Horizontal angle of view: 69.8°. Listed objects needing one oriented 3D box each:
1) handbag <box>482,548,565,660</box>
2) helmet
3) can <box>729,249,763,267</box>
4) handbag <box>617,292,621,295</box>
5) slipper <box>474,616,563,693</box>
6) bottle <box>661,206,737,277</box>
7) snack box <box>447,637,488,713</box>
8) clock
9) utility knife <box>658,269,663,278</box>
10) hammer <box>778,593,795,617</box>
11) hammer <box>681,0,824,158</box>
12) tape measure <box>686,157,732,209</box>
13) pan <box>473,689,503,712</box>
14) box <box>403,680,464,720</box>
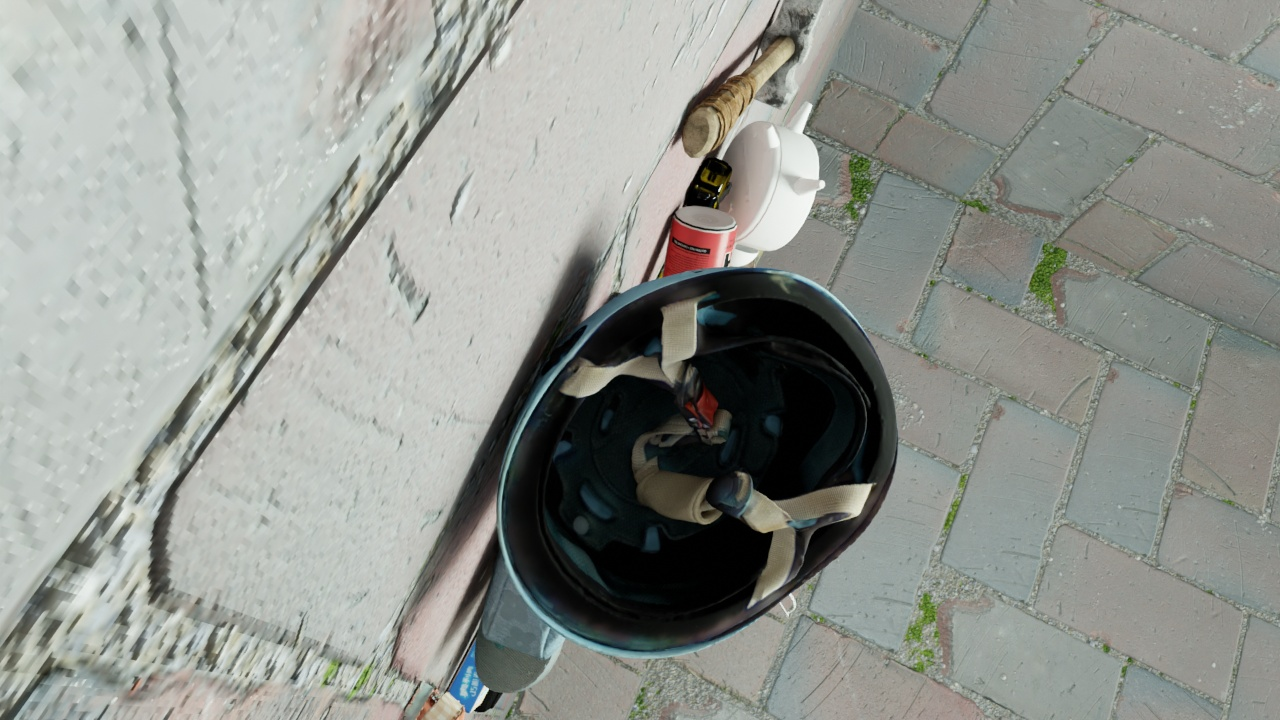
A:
[{"bbox_3d":[-0.055,0.154,0.773,0.121,0.118,0.192,-53,164,-83],"label":"handbag"},{"bbox_3d":[0.025,0.062,0.604,0.265,0.225,0.167,-40,-166,-8],"label":"helmet"},{"bbox_3d":[0.104,-0.148,1.072,0.074,0.090,0.090,-61,175,-33],"label":"can"},{"bbox_3d":[0.066,0.016,0.780,0.093,0.200,0.200,-63,161,2],"label":"handbag"},{"bbox_3d":[-0.079,0.205,0.878,0.054,0.098,0.269,10,108,-47],"label":"slipper"},{"bbox_3d":[0.048,-0.059,0.903,0.062,0.062,0.177,-56,159,-59],"label":"bottle"},{"bbox_3d":[-0.152,0.293,0.975,0.151,0.034,0.087,-63,175,-14],"label":"snack box"},{"bbox_3d":[0.117,-0.179,0.942,0.161,0.072,0.125,134,-39,-51],"label":"clock"},{"bbox_3d":[0.037,-0.113,0.999,0.030,0.017,0.151,-141,-106,-83],"label":"utility knife"},{"bbox_3d":[0.073,0.185,1.136,0.079,0.326,0.177,-32,156,-31],"label":"hammer"},{"bbox_3d":[0.097,-0.242,0.784,0.317,0.049,0.122,-55,168,-52],"label":"hammer"},{"bbox_3d":[0.070,-0.170,0.915,0.062,0.034,0.061,106,9,-71],"label":"tape measure"},{"bbox_3d":[-0.114,0.269,1.125,0.355,0.044,0.204,-60,175,-3],"label":"pan"},{"bbox_3d":[-0.172,0.314,0.792,0.187,0.056,0.059,110,-25,-64],"label":"box"}]
